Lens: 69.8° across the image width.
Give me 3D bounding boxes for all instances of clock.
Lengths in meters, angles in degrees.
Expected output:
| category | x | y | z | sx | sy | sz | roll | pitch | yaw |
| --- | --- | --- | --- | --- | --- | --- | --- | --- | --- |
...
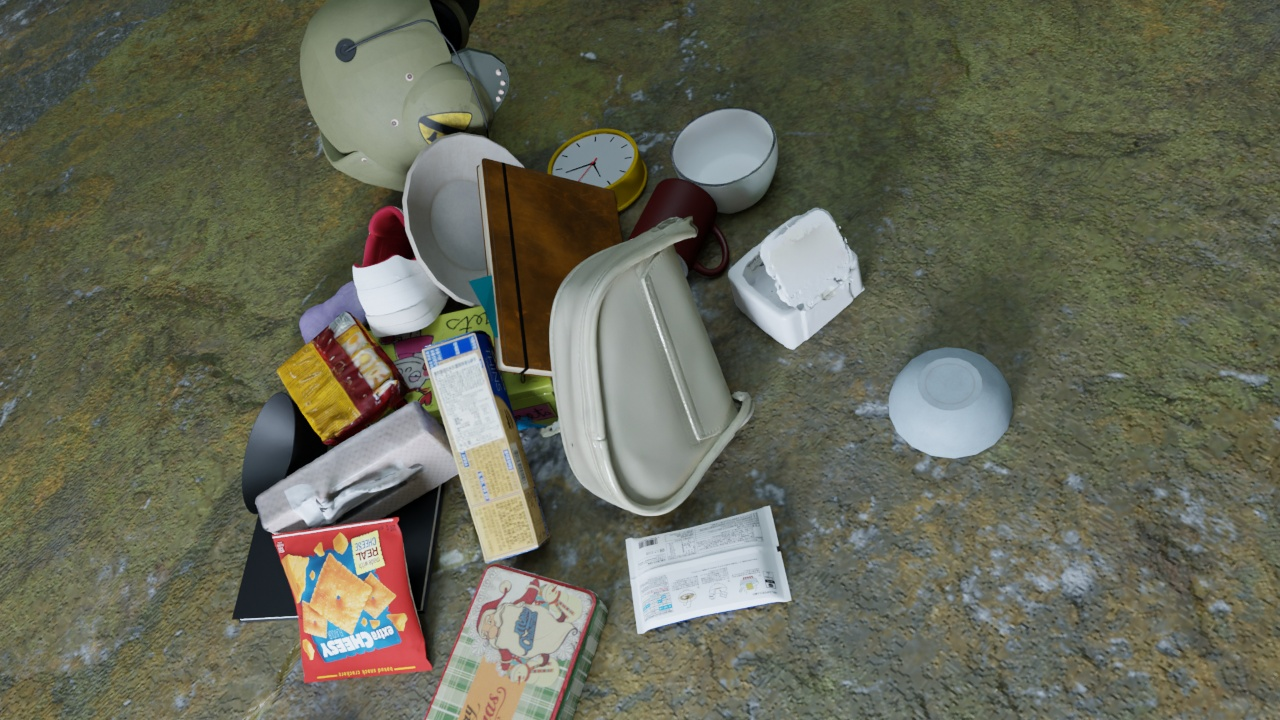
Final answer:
| category | x | y | z | sx | sy | sz | roll | pitch | yaw |
| --- | --- | --- | --- | --- | --- | --- | --- | --- | --- |
| clock | -0.059 | -0.210 | 1.068 | 0.114 | 0.052 | 0.151 | 21 | 64 | 28 |

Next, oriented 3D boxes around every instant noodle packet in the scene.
| category | x | y | z | sx | sy | sz | roll | pitch | yaw |
| --- | --- | --- | --- | --- | --- | --- | --- | --- | --- |
| instant noodle packet | 0.056 | 0.181 | 0.798 | 0.134 | 0.026 | 0.087 | -15 | 56 | 9 |
| instant noodle packet | -0.298 | 0.017 | 0.916 | 0.098 | 0.040 | 0.135 | -40 | 58 | -9 |

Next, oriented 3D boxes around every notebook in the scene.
| category | x | y | z | sx | sy | sz | roll | pitch | yaw |
| --- | --- | --- | --- | --- | --- | --- | --- | --- | --- |
| notebook | -0.085 | -0.082 | 0.919 | 0.014 | 0.178 | 0.249 | -37 | 54 | 47 |
| notebook | -0.301 | 0.183 | 0.923 | 0.207 | 0.016 | 0.148 | -7 | 58 | 14 |

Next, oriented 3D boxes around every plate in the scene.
| category | x | y | z | sx | sy | sz | roll | pitch | yaw |
| --- | --- | --- | --- | --- | --- | --- | --- | --- | --- |
| plate | -0.177 | -0.146 | 0.979 | 0.027 | 0.188 | 0.188 | -9 | 53 | 43 |

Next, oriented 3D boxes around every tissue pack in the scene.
| category | x | y | z | sx | sy | sz | roll | pitch | yaw |
| --- | --- | --- | --- | --- | --- | --- | --- | --- | --- |
| tissue pack | -0.265 | 0.121 | 0.877 | 0.181 | 0.104 | 0.071 | -28 | 58 | 0 |

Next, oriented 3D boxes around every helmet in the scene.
| category | x | y | z | sx | sy | sz | roll | pitch | yaw |
| --- | --- | --- | --- | --- | --- | --- | --- | --- | --- |
| helmet | -0.266 | -0.309 | 1.061 | 0.233 | 0.256 | 0.250 | -22 | 53 | 0 |

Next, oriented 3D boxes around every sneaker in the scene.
| category | x | y | z | sx | sy | sz | roll | pitch | yaw |
| --- | --- | --- | --- | --- | --- | --- | --- | --- | --- |
| sneaker | -0.249 | -0.125 | 1.000 | 0.090 | 0.104 | 0.236 | -9 | 29 | 13 |

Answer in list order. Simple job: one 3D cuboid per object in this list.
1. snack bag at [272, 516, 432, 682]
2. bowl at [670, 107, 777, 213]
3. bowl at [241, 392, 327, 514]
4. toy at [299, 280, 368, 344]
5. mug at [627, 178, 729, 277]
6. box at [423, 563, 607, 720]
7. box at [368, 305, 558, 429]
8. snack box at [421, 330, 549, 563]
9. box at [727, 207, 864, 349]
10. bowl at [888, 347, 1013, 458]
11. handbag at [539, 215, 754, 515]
| category | x | y | z | sx | sy | sz | roll | pitch | yaw |
| --- | --- | --- | --- | --- | --- | --- | --- | --- | --- |
| snack bag | -0.265 | 0.221 | 0.843 | 0.131 | 0.039 | 0.144 | -10 | 95 | 13 |
| bowl | 0.096 | -0.214 | 1.008 | 0.116 | 0.066 | 0.116 | -9 | 56 | 13 |
| bowl | -0.356 | 0.098 | 0.937 | 0.124 | 0.052 | 0.124 | -20 | 62 | 43 |
| toy | -0.350 | -0.047 | 1.073 | 0.100 | 0.036 | 0.080 | -30 | 64 | 4 |
| mug | 0.048 | -0.132 | 0.978 | 0.105 | 0.073 | 0.082 | 27 | 67 | 0 |
| box | -0.112 | 0.283 | 0.777 | 0.118 | 0.050 | 0.205 | 10 | 64 | 25 |
| box | -0.184 | 0.016 | 0.949 | 0.221 | 0.082 | 0.124 | -11 | 56 | 13 |
| snack box | -0.142 | 0.078 | 0.852 | 0.056 | 0.057 | 0.206 | -17 | 87 | 6 |
| box | 0.145 | -0.096 | 0.881 | 0.110 | 0.130 | 0.103 | -41 | 54 | -7 |
| bowl | 0.274 | 0.030 | 0.812 | 0.106 | 0.039 | 0.106 | -9 | 57 | 13 |
| handbag | -0.005 | 0.005 | 0.836 | 0.183 | 0.229 | 0.132 | -29 | 21 | -25 |
